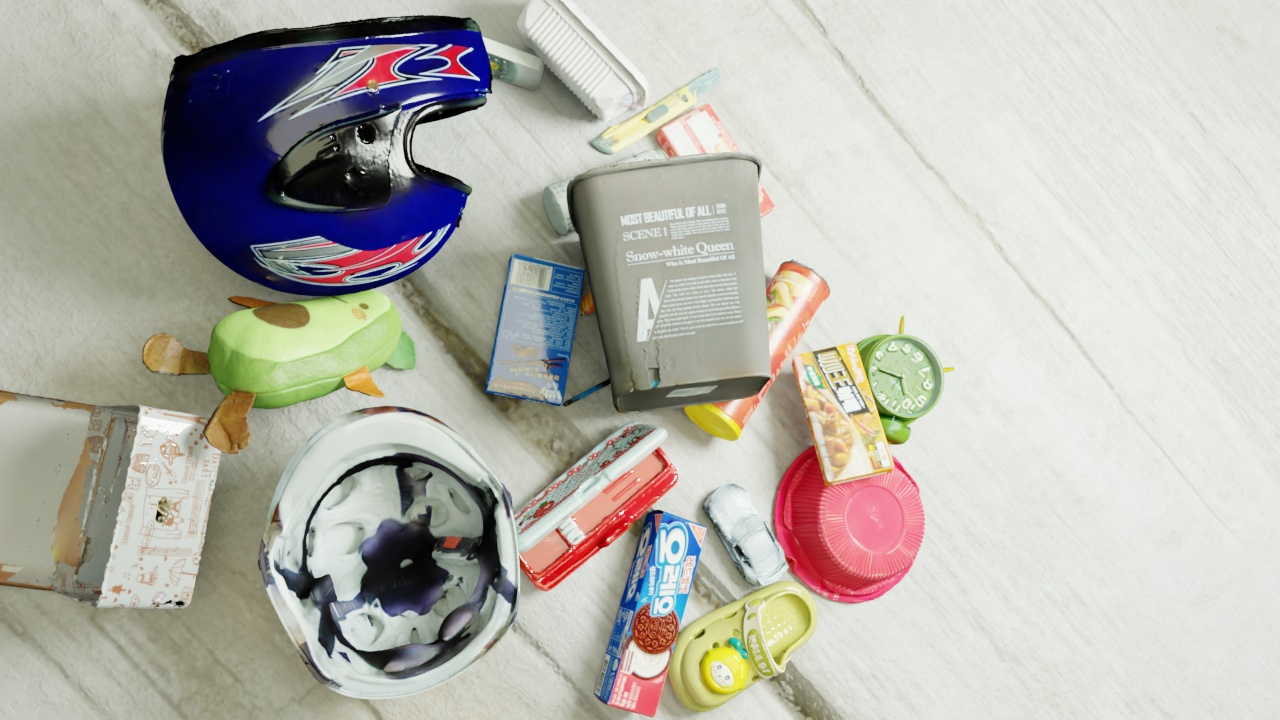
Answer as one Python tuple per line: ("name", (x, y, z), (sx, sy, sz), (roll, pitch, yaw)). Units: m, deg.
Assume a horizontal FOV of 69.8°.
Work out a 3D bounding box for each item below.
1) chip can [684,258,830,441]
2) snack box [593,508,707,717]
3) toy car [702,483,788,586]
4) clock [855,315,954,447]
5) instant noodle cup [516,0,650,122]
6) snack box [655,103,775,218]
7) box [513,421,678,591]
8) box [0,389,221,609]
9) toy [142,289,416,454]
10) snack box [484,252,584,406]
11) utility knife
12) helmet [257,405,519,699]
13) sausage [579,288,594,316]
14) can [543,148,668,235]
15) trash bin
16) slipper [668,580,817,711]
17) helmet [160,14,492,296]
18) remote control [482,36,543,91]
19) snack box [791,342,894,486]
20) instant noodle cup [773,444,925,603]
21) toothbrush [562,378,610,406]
("chip can", (0.137, -0.013, 1.052), (0.073, 0.073, 0.216), (38, 73, -6))
("snack box", (0.011, 0.265, 0.978), (0.058, 0.057, 0.207), (21, 75, -14))
("toy car", (0.119, 0.195, 1.031), (0.054, 0.037, 0.120), (-31, 86, -18))
("clock", (0.294, 0.034, 1.094), (0.116, 0.056, 0.161), (45, 73, -3))
("instant noodle cup", (-0.069, -0.341, 1.033), (0.173, 0.138, 0.060), (44, 94, -4))
("snack box", (0.090, -0.227, 1.102), (0.075, 0.025, 0.153), (-33, 90, -19))
("box", (-0.047, 0.148, 0.960), (0.201, 0.102, 0.095), (-38, 90, -17))
("box", (-0.512, 0.125, 0.845), (0.273, 0.130, 0.179), (4, 78, 15))
("toy", (-0.333, -0.011, 0.889), (0.227, 0.090, 0.246), (34, 39, 24))
("snack box", (-0.116, -0.033, 1.012), (0.084, 0.026, 0.157), (12, 78, -13))
("utility knife", (0.024, -0.300, 1.106), (0.195, 0.020, 0.031), (-36, 97, -22))
("helmet", (-0.235, 0.184, 0.880), (0.228, 0.146, 0.258), (-19, 79, -19))
("sausage", (-0.020, -0.115, 1.054), (0.021, 0.021, 0.165), (38, 73, -6))
("can", (-0.035, -0.193, 1.045), (0.146, 0.058, 0.058), (-23, 87, -17))
("trash bin", (0.036, -0.070, 0.935), (0.199, 0.199, 0.219), (-7, 78, -1))
("slipper", (0.118, 0.303, 0.989), (0.190, 0.082, 0.091), (-27, 85, -20))
("helmet", (-0.282, -0.188, 0.887), (0.314, 0.247, 0.240), (-17, 107, -23))
("remote control", (-0.176, -0.343, 1.035), (0.135, 0.056, 0.019), (17, 77, -12))
("snack box", (0.225, 0.059, 1.031), (0.075, 0.026, 0.153), (-13, 69, 2))
("instant noodle cup", (0.254, 0.181, 1.054), (0.193, 0.066, 0.193), (3, 78, -15))
("toothbrush", (-0.006, 0.006, 1.042), (0.189, 0.014, 0.016), (-27, 87, -17))
